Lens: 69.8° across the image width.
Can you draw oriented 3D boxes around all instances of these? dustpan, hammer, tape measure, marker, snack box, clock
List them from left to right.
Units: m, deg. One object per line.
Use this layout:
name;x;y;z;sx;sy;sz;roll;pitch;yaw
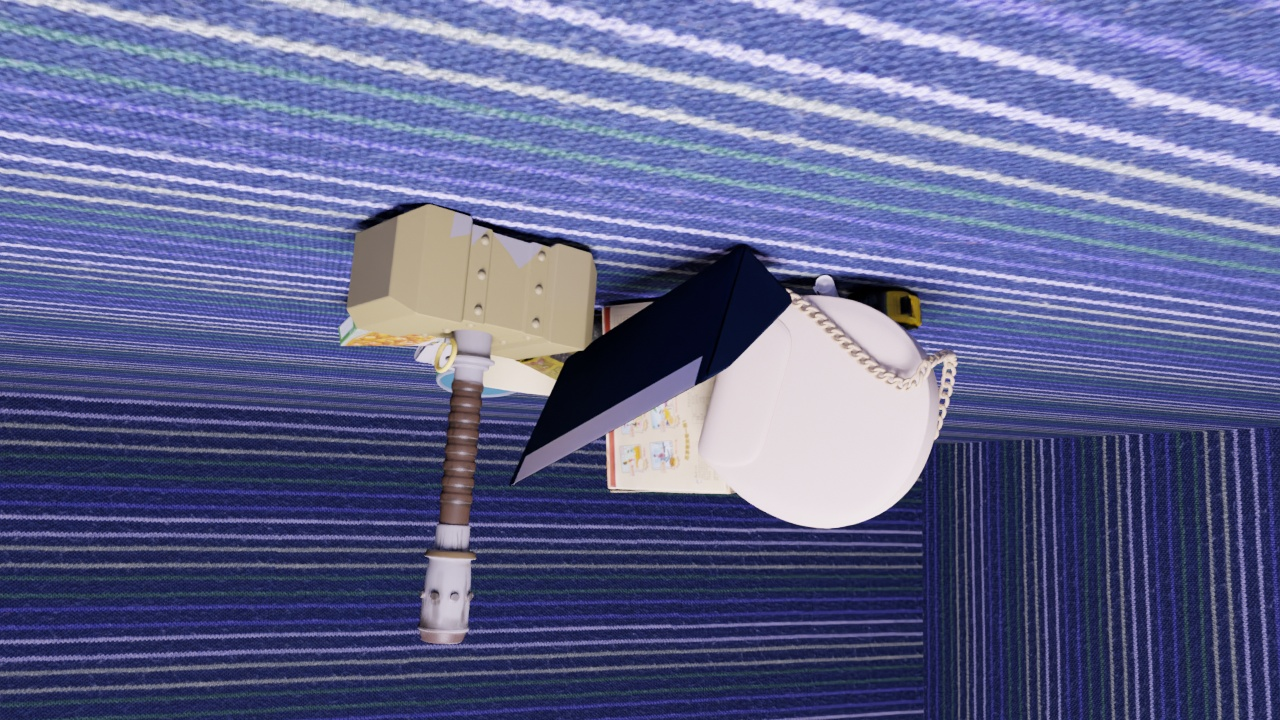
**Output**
snack box;-0.234;-0.043;1.018;0.167;0.027;0.132;-1;167;-33
hammer;-0.143;0.060;0.742;0.190;0.324;0.101;12;168;-40
clock;-0.220;-0.004;1.275;0.122;0.075;0.162;4;159;-12
dustpan;0.025;-0.003;0.826;0.080;0.272;0.237;42;131;-20
snack box;0.037;0.039;1.000;0.154;0.207;0.055;-3;178;32
marker;0.190;-0.062;0.924;0.020;0.017;0.133;-27;165;11
tape measure;0.241;-0.050;0.921;0.072;0.042;0.072;-1;176;26

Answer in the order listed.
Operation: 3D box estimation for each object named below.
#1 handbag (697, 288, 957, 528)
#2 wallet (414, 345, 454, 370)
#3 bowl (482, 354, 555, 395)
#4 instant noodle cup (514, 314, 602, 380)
handbag;0.165;0.046;0.858;0.209;0.210;0.103;16;-178;26
wallet;-0.222;-0.018;1.173;0.116;0.032;0.086;20;127;-39
bowl;-0.152;-0.002;1.128;0.118;0.074;0.118;9;180;0
instant noodle cup;-0.090;-0.017;1.058;0.102;0.102;0.108;-5;163;42
